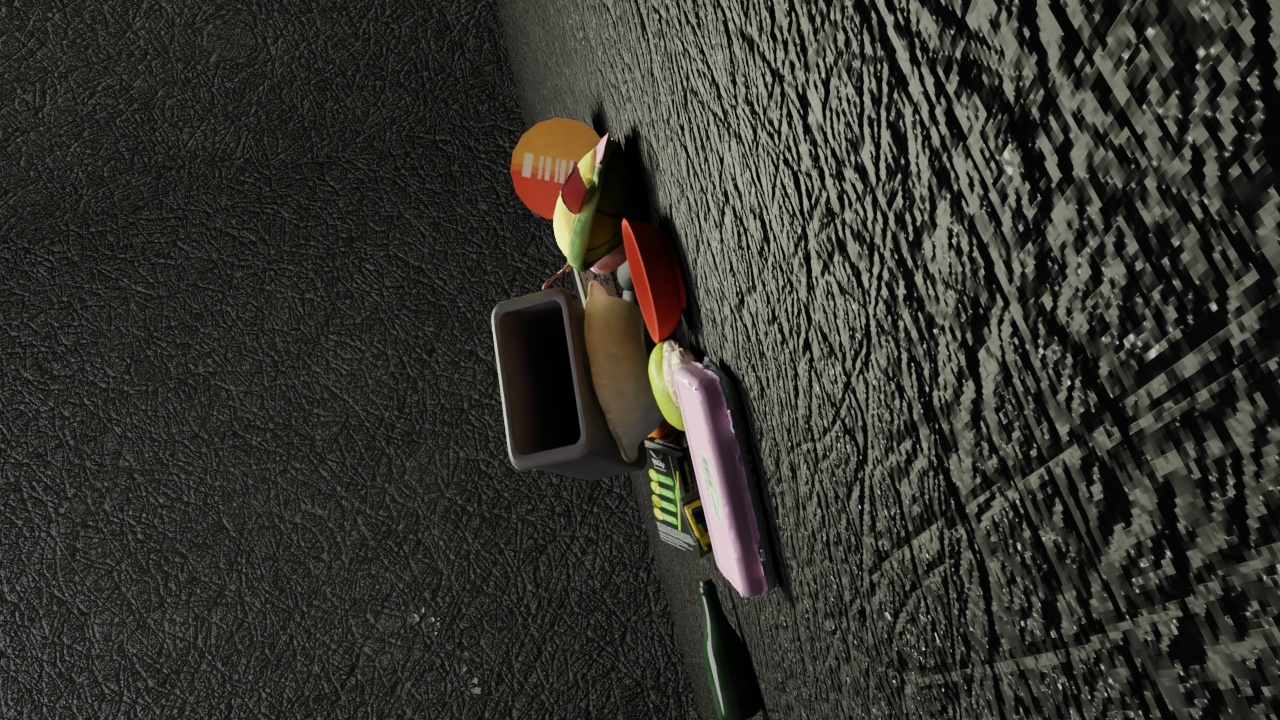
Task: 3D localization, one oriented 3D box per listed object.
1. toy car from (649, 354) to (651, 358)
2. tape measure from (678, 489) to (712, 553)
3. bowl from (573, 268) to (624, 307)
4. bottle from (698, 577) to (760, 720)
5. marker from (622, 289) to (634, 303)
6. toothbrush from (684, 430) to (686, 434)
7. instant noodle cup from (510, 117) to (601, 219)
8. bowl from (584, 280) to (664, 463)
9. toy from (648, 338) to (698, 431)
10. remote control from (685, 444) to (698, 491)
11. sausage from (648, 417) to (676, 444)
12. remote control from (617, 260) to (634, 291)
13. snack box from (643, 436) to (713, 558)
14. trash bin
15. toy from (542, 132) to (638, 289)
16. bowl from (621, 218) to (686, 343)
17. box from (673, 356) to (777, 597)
[{"bbox_3d":[0.031,0.012,1.000,0.091,0.036,0.042,71,-178,-68],"label":"toy car"},{"bbox_3d":[0.072,0.182,1.061,0.067,0.038,0.062,180,66,-88],"label":"tape measure"},{"bbox_3d":[-0.056,-0.103,1.318,0.115,0.059,0.115,163,91,-85],"label":"bowl"},{"bbox_3d":[0.104,0.361,1.157,0.055,0.055,0.174,125,131,-84],"label":"bottle"},{"bbox_3d":[-0.019,-0.037,1.280,0.020,0.017,0.133,3,92,61],"label":"marker"},{"bbox_3d":[0.053,0.068,1.034,0.184,0.015,0.015,89,158,-78],"label":"toothbrush"},{"bbox_3d":[-0.099,-0.252,1.189,0.121,0.123,0.123,-96,-8,-73],"label":"instant noodle cup"},{"bbox_3d":[-0.006,0.006,1.071,0.188,0.060,0.219,24,-127,-75],"label":"bowl"},{"bbox_3d":[0.038,0.021,0.886,0.115,0.046,0.092,126,127,-75],"label":"toy"},{"bbox_3d":[0.073,0.158,1.102,0.028,0.012,0.124,-120,15,-71],"label":"remote control"},{"bbox_3d":[0.031,0.107,1.247,0.164,0.039,0.044,84,164,-64],"label":"sausage"},{"bbox_3d":[-0.015,-0.122,1.169,0.152,0.020,0.041,117,137,-80],"label":"remote control"},{"bbox_3d":[0.045,0.176,1.180,0.080,0.025,0.148,13,123,51],"label":"snack box"},{"bbox_3d":[-0.077,0.039,1.086,0.219,0.098,0.191,34,-135,-69],"label":"trash bin"},{"bbox_3d":[-0.047,-0.158,0.983,0.238,0.088,0.189,90,-161,-72],"label":"toy"},{"bbox_3d":[0.016,-0.079,0.869,0.122,0.035,0.122,163,91,-85],"label":"bowl"},{"bbox_3d":[0.076,0.098,0.768,0.086,0.044,0.202,-139,34,-71],"label":"box"}]
